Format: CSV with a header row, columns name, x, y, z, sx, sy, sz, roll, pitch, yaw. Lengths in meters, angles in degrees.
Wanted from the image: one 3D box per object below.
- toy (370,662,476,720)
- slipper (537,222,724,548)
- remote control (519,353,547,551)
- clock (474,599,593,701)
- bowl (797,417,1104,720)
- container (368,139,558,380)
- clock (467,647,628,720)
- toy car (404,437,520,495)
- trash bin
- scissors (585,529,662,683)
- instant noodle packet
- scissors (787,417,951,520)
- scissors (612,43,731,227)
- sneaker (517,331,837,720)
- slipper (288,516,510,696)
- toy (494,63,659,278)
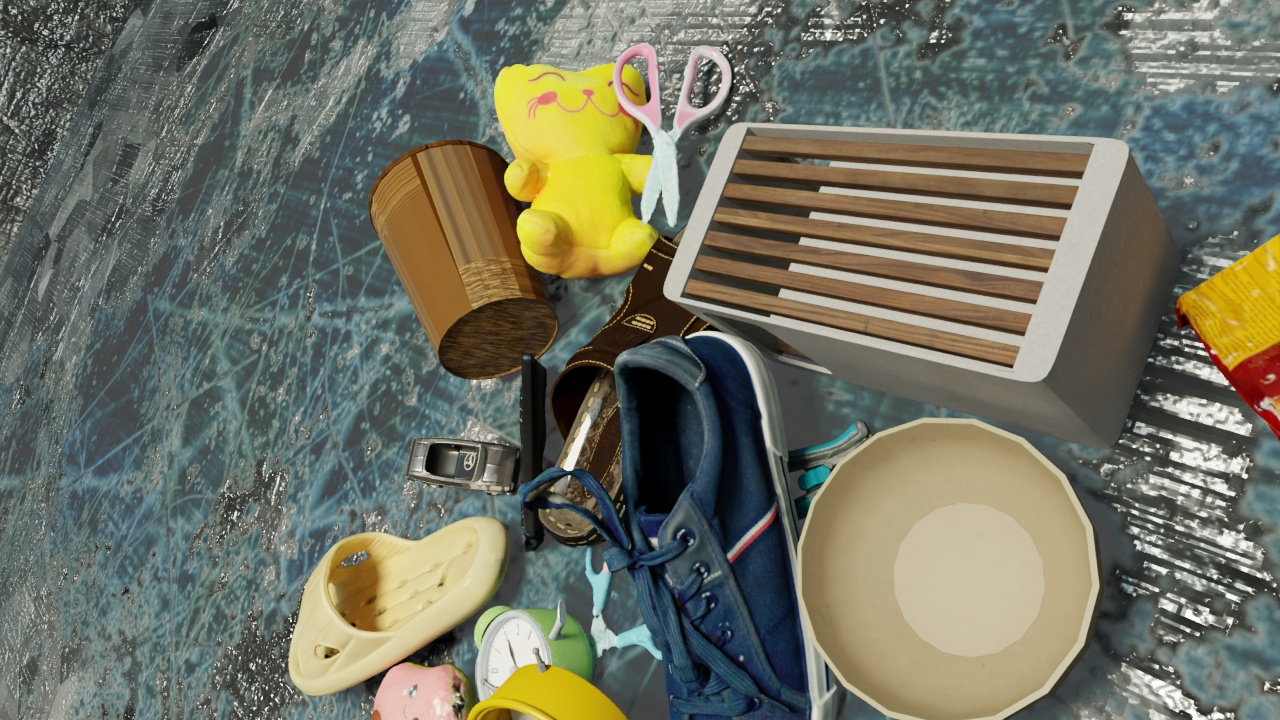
name,x,y,z,sx,sy,sz,roll,pitch,yaw
toy,-0.161,0.263,0.682,0.110,0.051,0.090,-36,45,29
slipper,-0.004,0.004,0.639,0.113,0.075,0.268,28,88,45
remote control,-0.082,0.069,0.710,0.022,0.047,0.150,-1,62,-6
clock,-0.078,0.215,0.633,0.120,0.042,0.094,-22,63,40
bowl,0.160,0.109,0.472,0.153,0.050,0.152,-18,61,35
container,-0.144,-0.079,0.772,0.132,0.132,0.167,-40,56,21
clock,-0.038,0.246,0.542,0.152,0.051,0.114,50,132,2
toy car,-0.143,0.083,0.738,0.092,0.037,0.040,5,71,8
trash bin,0.146,-0.048,0.507,0.229,0.114,0.114,17,83,44
scissors,-0.013,0.177,0.623,0.134,0.015,0.135,0,78,43
instant noodle packet,0.322,-0.024,0.398,0.136,0.039,0.098,-38,52,25
scissors,0.114,0.071,0.547,0.127,0.019,0.142,29,86,38
scissors,0.034,-0.174,0.704,0.103,0.016,0.178,-5,66,0
sneaker,0.022,0.128,0.510,0.121,0.127,0.294,-12,82,39
slipper,-0.216,0.188,0.732,0.262,0.079,0.111,-29,40,27
toy,-0.045,-0.154,0.742,0.088,0.134,0.193,108,155,-63
